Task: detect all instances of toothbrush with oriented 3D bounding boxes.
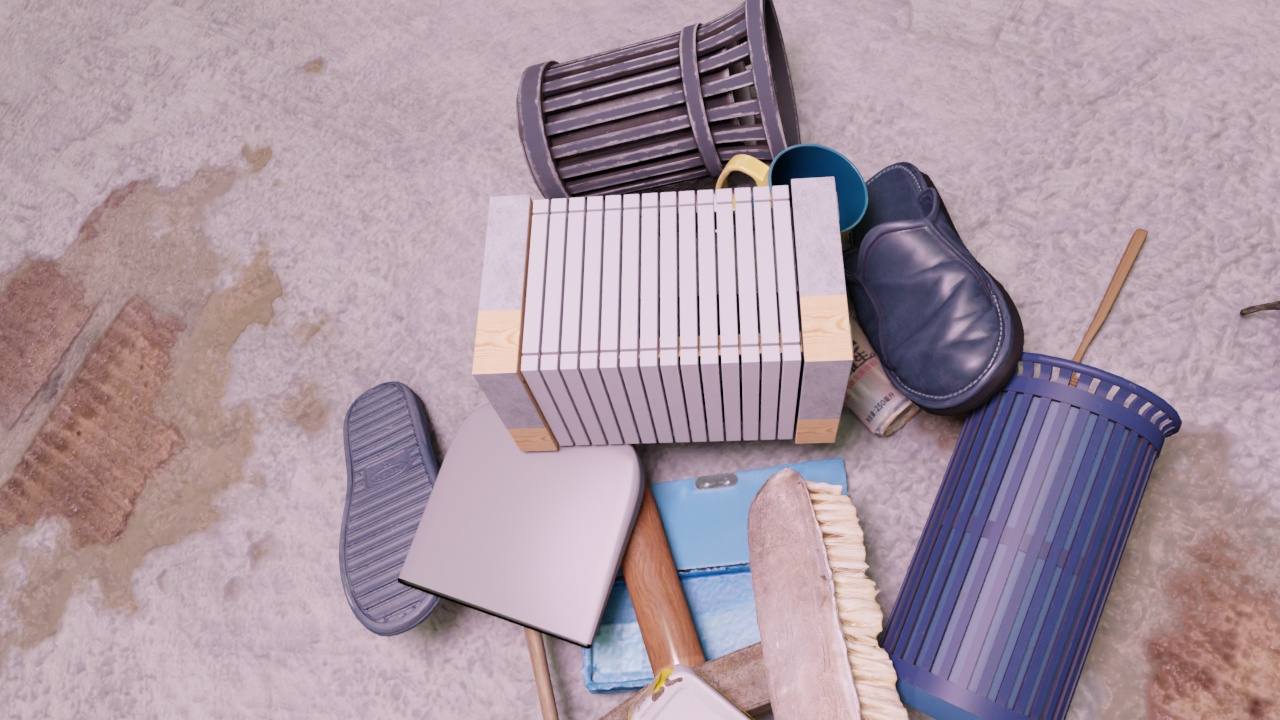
[{"bbox_3d":[0.369,-0.033,0.735,0.016,0.016,0.166,26,81,23],"label":"toothbrush"}]

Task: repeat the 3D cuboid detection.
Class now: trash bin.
[{"bbox_3d":[0.017,-0.222,0.830,0.228,0.164,0.164,-9,69,17],"label":"trash bin"},{"bbox_3d":[0.263,0.135,0.644,0.139,0.139,0.249,21,80,22],"label":"trash bin"},{"bbox_3d":[0.021,-0.028,0.682,0.247,0.142,0.142,-2,64,6],"label":"trash bin"}]

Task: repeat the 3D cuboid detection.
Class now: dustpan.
[{"bbox_3d":[-0.073,0.081,0.746,0.163,0.033,0.257,15,76,13],"label":"dustpan"}]

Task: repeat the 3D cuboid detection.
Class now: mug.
[{"bbox_3d":[0.116,-0.126,0.766,0.113,0.107,0.083,31,67,-1],"label":"mug"}]

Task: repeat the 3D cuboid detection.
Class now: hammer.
[{"bbox_3d":[-0.085,0.217,0.747,0.030,0.120,0.330,-9,60,-11],"label":"hammer"},{"bbox_3d":[-0.005,0.155,0.744,0.158,0.037,0.300,-23,57,5],"label":"hammer"}]

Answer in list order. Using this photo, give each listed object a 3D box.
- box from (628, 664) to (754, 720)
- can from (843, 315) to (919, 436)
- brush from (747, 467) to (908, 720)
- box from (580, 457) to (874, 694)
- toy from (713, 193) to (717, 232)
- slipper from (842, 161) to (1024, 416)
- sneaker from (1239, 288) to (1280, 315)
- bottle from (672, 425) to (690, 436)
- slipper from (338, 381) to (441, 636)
[{"bbox_3d":[0.059,0.315,0.643,0.209,0.034,0.129,42,95,-11],"label":"box"},{"bbox_3d":[0.171,-0.001,0.762,0.054,0.054,0.135,-40,66,0],"label":"can"},{"bbox_3d":[0.126,0.196,0.627,0.083,0.056,0.270,-53,30,39],"label":"brush"},{"bbox_3d":[0.064,0.174,0.748,0.232,0.033,0.174,-9,63,14],"label":"box"},{"bbox_3d":[0.078,-0.091,0.830,0.076,0.037,0.125,-37,71,-6],"label":"toy"},{"bbox_3d":[0.198,-0.073,0.710,0.109,0.083,0.265,-42,36,32],"label":"slipper"},{"bbox_3d":[0.530,-0.051,0.659,0.101,0.143,0.237,42,54,4],"label":"sneaker"},{"bbox_3d":[-0.005,0.005,0.814,0.051,0.051,0.146,-45,66,-2],"label":"bottle"},{"bbox_3d":[-0.208,0.132,0.824,0.101,0.082,0.263,-24,48,3],"label":"slipper"}]
